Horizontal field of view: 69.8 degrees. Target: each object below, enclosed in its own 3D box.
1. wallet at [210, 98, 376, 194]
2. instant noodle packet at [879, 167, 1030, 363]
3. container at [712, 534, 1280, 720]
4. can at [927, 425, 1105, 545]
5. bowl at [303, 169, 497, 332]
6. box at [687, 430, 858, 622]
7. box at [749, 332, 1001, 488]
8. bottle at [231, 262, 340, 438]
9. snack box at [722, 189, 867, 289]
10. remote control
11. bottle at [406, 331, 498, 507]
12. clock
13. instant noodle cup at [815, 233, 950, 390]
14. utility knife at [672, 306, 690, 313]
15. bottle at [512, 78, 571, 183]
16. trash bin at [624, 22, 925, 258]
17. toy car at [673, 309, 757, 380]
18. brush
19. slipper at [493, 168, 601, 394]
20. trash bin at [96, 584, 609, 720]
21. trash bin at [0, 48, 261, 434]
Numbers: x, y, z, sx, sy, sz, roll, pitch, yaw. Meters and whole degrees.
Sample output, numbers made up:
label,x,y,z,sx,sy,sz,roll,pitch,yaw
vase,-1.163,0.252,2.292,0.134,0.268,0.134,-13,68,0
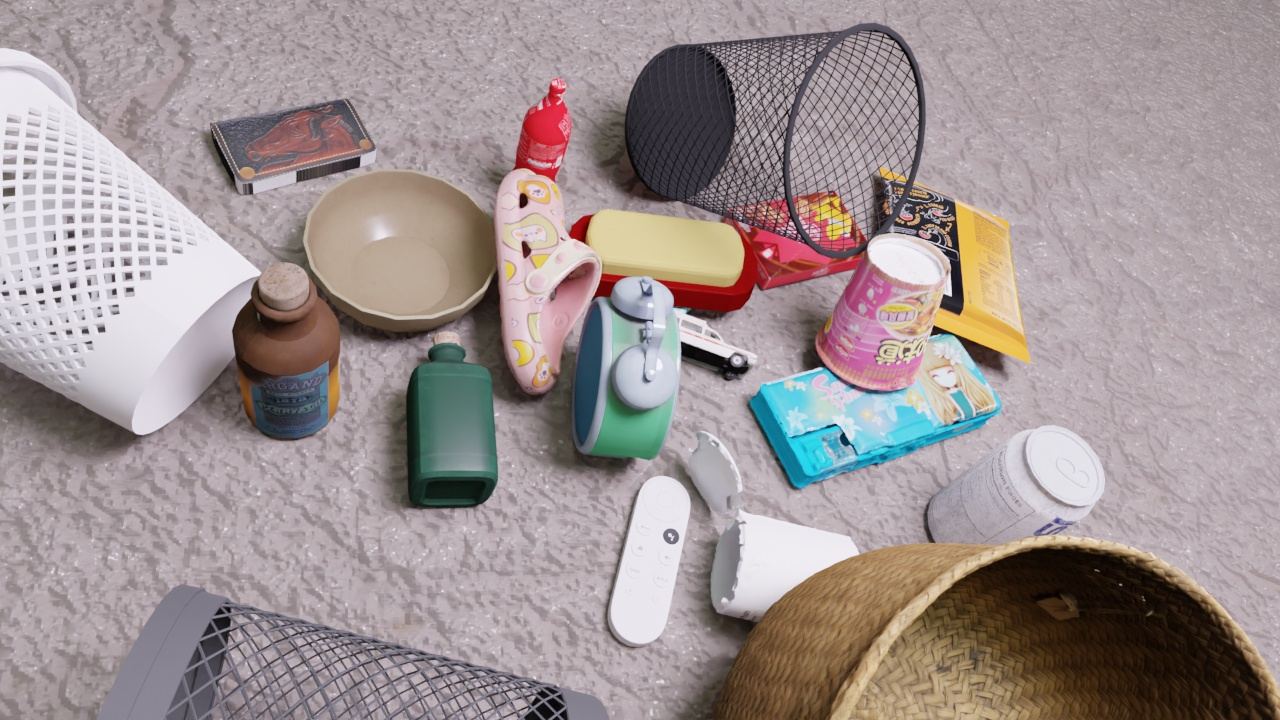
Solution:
label,x,y,z,sx,sy,sz,roll,pitch,yaw
wallet,-0.302,-0.190,0.803,0.122,0.020,0.072,-22,72,-29
instant noodle packet,0.315,-0.103,0.933,0.160,0.032,0.220,21,47,-8
container,0.198,0.253,0.548,0.306,0.197,0.306,3,79,-17
can,0.298,0.113,0.739,0.078,0.136,0.078,9,57,-13
bowl,-0.195,-0.083,0.751,0.152,0.051,0.152,9,57,-13
box,0.096,0.131,0.699,0.140,0.084,0.141,13,61,-9
box,0.214,0.039,0.816,0.226,0.041,0.094,-14,63,-25
bottle,-0.240,-0.009,0.624,0.067,0.157,0.067,9,57,-13
snack box,0.158,-0.122,0.912,0.132,0.021,0.089,-14,64,-26
remote control,0.008,0.149,0.695,0.043,0.013,0.136,20,55,-6
bottle,-0.143,0.038,0.685,0.061,0.061,0.131,2,58,-20
clock,-0.004,0.004,0.692,0.075,0.162,0.121,7,58,-13
instant noodle cup,0.212,-0.046,0.787,0.097,0.109,0.097,6,42,-5
utility knife,0.058,-0.069,0.851,0.022,0.015,0.125,39,52,16
bottle,-0.085,-0.187,0.797,0.042,0.142,0.041,9,57,-13
trash bin,0.107,-0.201,0.810,0.183,0.184,0.210,-31,35,-31
toy car,0.046,-0.019,0.797,0.113,0.039,0.039,19,66,-6
brush,0.020,-0.094,0.821,0.173,0.042,0.082,6,52,-7
slipper,-0.070,-0.067,0.752,0.081,0.093,0.197,-7,67,8
trash bin,-0.150,0.246,0.464,0.227,0.218,0.217,16,55,-13
trash bin,-0.374,-0.062,0.609,0.199,0.196,0.194,36,54,-6
